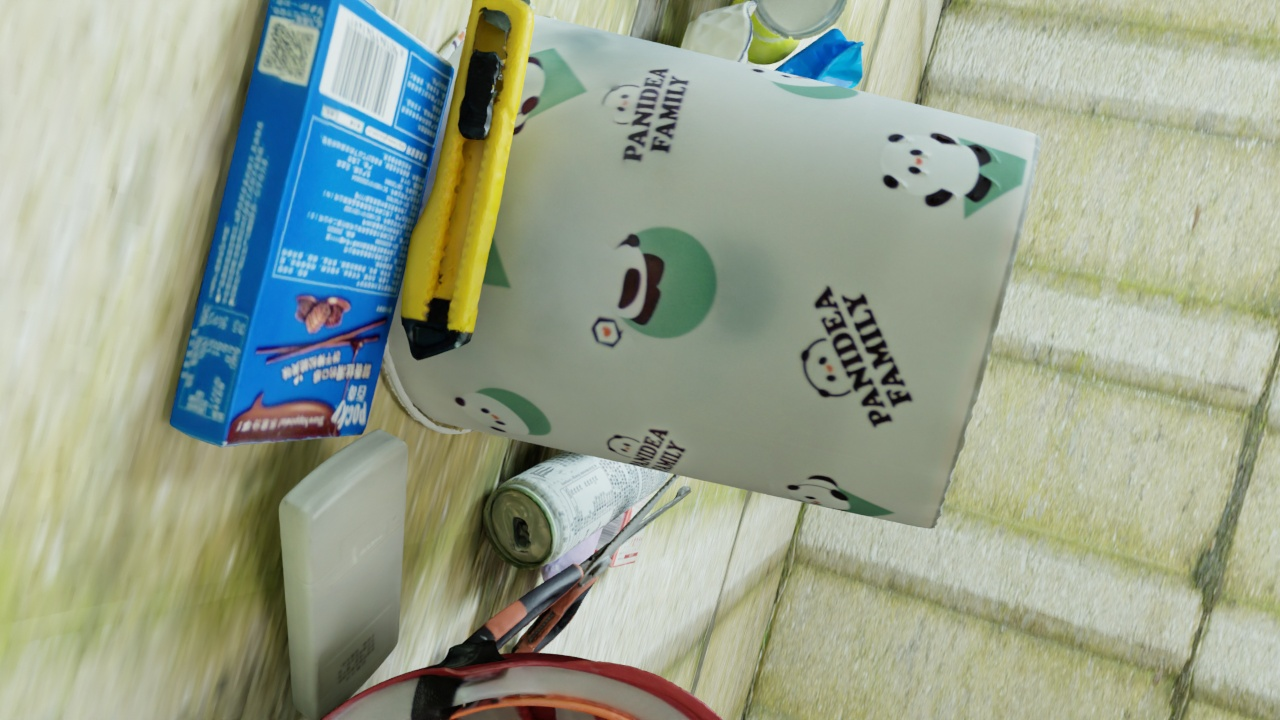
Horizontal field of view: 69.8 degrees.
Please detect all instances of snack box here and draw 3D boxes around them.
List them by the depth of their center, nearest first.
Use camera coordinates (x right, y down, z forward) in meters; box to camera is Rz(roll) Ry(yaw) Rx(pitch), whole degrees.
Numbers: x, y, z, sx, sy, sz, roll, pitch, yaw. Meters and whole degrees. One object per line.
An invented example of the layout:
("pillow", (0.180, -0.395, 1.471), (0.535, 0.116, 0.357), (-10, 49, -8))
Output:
("snack box", (-0.117, -0.048, 0.339), (0.084, 0.026, 0.157), (5, 101, -74))
("snack box", (-0.013, 0.137, 0.795), (0.156, 0.027, 0.077), (60, 48, -77))

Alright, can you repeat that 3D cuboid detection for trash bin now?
("trash bin", (0.041, -0.040, 0.454), (0.229, 0.252, 0.229), (16, 89, -72))

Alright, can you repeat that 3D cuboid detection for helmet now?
("helmet", (-0.068, 0.229, 0.420), (0.144, 0.239, 0.207), (157, -87, -76))

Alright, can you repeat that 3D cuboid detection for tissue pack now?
("tissue pack", (0.127, -0.223, 0.772), (0.095, 0.052, 0.157), (-37, -170, -3))

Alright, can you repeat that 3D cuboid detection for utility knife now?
("utility knife", (-0.064, -0.106, 0.363), (0.015, 0.033, 0.219), (-6, 108, -82))

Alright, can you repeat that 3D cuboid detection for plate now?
("plate", (0.041, -0.147, 0.649), (0.205, 0.045, 0.205), (16, 85, -88))

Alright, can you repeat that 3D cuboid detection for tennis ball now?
("tennis ball", (0.104, -0.279, 0.759), (0.065, 0.065, 0.065), (16, 89, -73))

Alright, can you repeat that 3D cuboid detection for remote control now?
("remote control", (-0.130, 0.098, 0.404), (0.058, 0.021, 0.150), (-43, 155, -48))

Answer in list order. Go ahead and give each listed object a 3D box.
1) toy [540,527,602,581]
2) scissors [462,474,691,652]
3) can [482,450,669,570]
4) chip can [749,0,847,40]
("toy", (-0.049, 0.127, 0.688), (0.084, 0.039, 0.107), (100, 8, -59))
("scissors", (-0.046, 0.150, 0.622), (0.226, 0.015, 0.188), (-53, 159, 23))
("can", (-0.038, 0.086, 0.617), (0.146, 0.058, 0.058), (-25, 129, -55))
("chip can", (0.127, -0.324, 0.707), (0.209, 0.071, 0.071), (-75, 168, -47))
